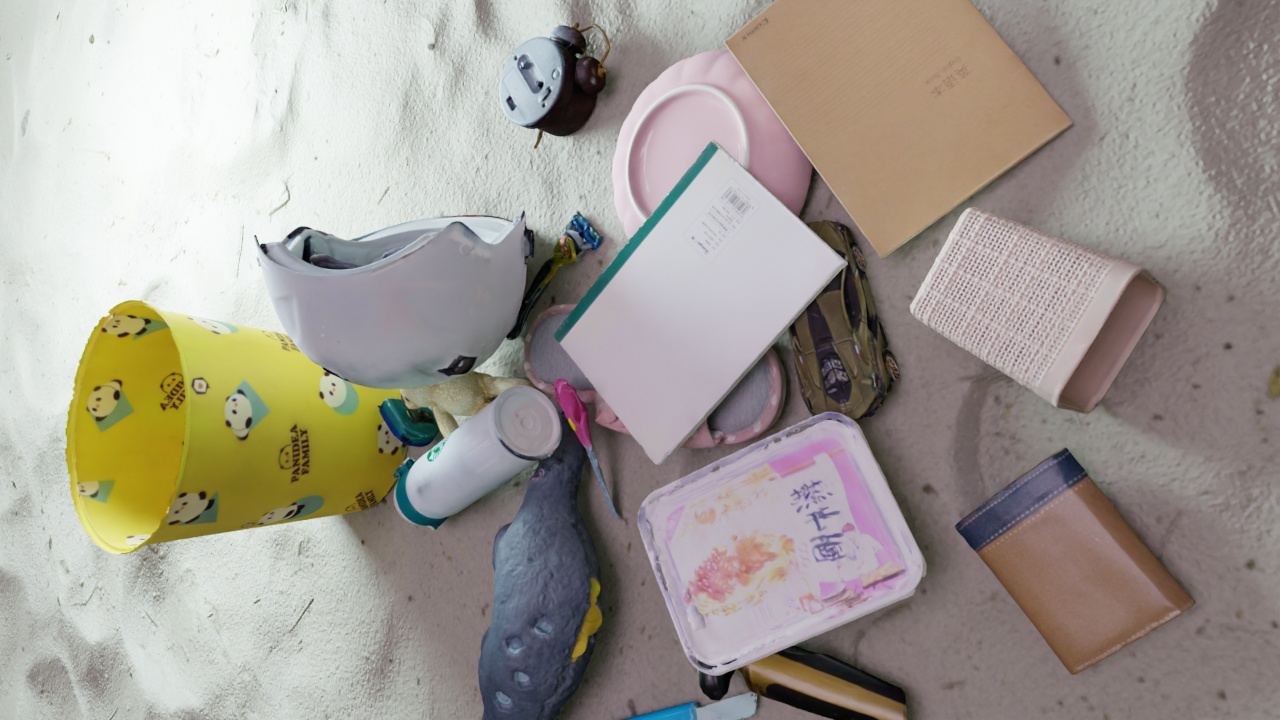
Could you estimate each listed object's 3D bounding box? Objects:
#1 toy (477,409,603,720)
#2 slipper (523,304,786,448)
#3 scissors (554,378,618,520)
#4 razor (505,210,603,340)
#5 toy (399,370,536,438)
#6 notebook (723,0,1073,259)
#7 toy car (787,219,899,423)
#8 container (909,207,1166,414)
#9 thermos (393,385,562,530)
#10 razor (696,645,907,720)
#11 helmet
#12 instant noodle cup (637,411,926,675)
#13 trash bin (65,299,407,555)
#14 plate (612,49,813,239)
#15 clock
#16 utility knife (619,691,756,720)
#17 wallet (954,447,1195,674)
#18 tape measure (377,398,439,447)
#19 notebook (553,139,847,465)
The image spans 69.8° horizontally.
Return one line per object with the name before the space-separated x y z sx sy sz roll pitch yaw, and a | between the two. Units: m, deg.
toy | -0.090 0.221 0.800 0.138 0.091 0.356 18 96 64
slipper | -0.005 0.005 0.769 0.275 0.054 0.114 13 94 38
scissors | -0.041 0.078 0.780 0.064 0.017 0.135 5 117 68
razor | -0.091 -0.074 0.861 0.143 0.022 0.042 -51 57 22
toy | -0.168 0.031 0.881 0.157 0.066 0.105 13 93 26
notebook | 0.175 -0.200 0.653 0.150 0.012 0.211 -37 73 18
toy car | 0.138 -0.030 0.677 0.070 0.042 0.158 -23 70 32
container | 0.242 -0.034 0.571 0.111 0.090 0.090 36 107 37
thermos | -0.161 0.094 0.844 0.225 0.073 0.073 -34 66 44
razor | 0.112 0.233 0.662 0.168 0.067 0.062 11 136 31
helmet | -0.204 -0.053 0.823 0.229 0.258 0.146 -3 102 5
instant noodle cup | 0.098 0.130 0.651 0.173 0.060 0.138 -26 65 9
trash bin | -0.394 0.067 0.926 0.230 0.254 0.229 -4 84 36
plate | 0.046 -0.159 0.747 0.193 0.039 0.192 0 90 38
clock | -0.076 -0.259 0.846 0.122 0.055 0.082 -41 63 25
utility knife | 0.014 0.302 0.751 0.203 0.018 0.034 -29 69 30
wallet | 0.266 0.124 0.572 0.090 0.033 0.115 -47 62 27
tape measure | -0.231 0.061 0.931 0.058 0.054 0.025 50 117 27
notebook | 0.036 -0.044 0.707 0.209 0.012 0.150 -49 64 18
